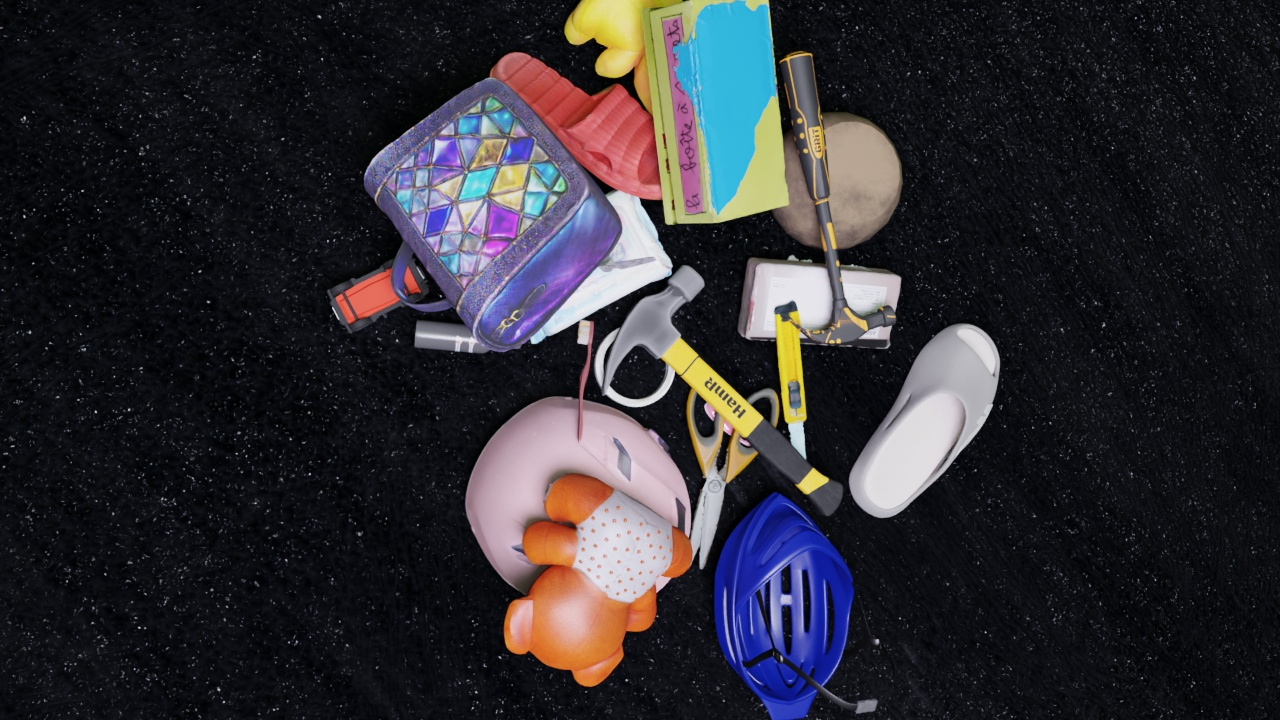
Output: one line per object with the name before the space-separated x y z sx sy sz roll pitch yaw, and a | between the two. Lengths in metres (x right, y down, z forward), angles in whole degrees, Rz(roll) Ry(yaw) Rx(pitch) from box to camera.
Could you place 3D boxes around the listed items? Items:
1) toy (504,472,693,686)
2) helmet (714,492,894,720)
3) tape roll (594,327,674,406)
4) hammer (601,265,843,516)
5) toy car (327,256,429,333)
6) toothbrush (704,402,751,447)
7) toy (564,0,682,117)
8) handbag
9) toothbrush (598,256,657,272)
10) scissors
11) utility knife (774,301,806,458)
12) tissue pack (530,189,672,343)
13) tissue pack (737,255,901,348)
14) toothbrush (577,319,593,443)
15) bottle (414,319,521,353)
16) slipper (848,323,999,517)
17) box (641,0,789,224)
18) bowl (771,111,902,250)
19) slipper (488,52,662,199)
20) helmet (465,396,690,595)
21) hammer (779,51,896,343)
toy | -0.045 0.207 0.858 0.163 0.093 0.172 35 80 -22
helmet | 0.176 0.272 0.977 0.147 0.228 0.241 1 91 -22
tape roll | -0.006 0.006 1.044 0.093 0.013 0.093 0 91 -12
hammer | 0.102 0.058 1.030 0.324 0.034 0.169 43 82 -4
toy car | -0.274 -0.071 0.965 0.100 0.049 0.051 -28 97 -11
toothbrush | 0.127 0.093 1.073 0.135 0.016 0.021 39 84 -10
toy | 0.020 -0.354 1.012 0.194 0.087 0.134 43 78 -9
handbag | -0.154 -0.133 0.903 0.222 0.125 0.205 -41 71 5
toothbrush | -0.011 -0.096 0.883 0.010 0.182 0.010 42 80 -15
scissors | 0.077 0.125 1.049 0.134 0.016 0.228 23 86 -6
utility knife | 0.178 0.038 1.060 0.030 0.019 0.219 -8 111 2
tissue pack | -0.065 -0.106 1.001 0.181 0.070 0.112 -28 94 -11
tissue pack | 0.207 -0.073 1.072 0.181 0.071 0.104 3 105 -10
toothbrush | -0.061 0.019 0.967 0.015 0.184 0.015 9 131 -8
bottle | -0.186 -0.024 0.994 0.113 0.030 0.030 5 89 -13
slipper | 0.352 0.073 1.091 0.113 0.081 0.265 40 82 -7
box | 0.079 -0.260 0.956 0.124 0.082 0.221 -21 108 -36
bowl | 0.232 -0.212 1.067 0.162 0.070 0.162 0 90 -13
slipper | -0.046 -0.261 0.985 0.249 0.059 0.103 32 48 -4
helmet | -0.050 0.163 0.972 0.229 0.153 0.255 -46 105 -12
hammer | 0.195 -0.176 1.006 0.123 0.036 0.320 -13 95 -12
